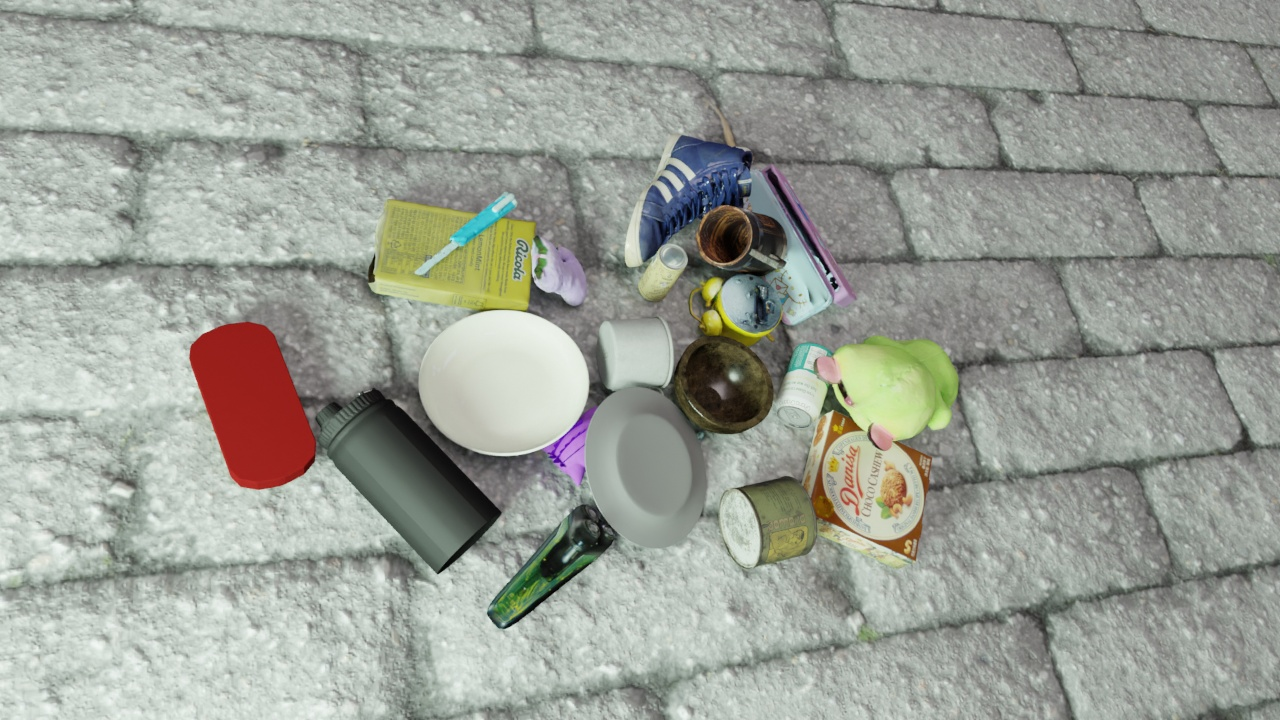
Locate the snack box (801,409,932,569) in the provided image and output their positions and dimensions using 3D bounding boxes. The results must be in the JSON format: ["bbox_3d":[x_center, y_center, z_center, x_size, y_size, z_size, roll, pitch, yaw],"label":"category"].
[{"bbox_3d":[0.268,0.154,1.097,0.147,0.041,0.142,25,59,-7],"label":"snack box"}]

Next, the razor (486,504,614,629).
[{"bbox_3d":[-0.093,0.210,0.929,0.151,0.067,0.054,-40,82,-22],"label":"razor"}]

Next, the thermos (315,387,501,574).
[{"bbox_3d":[-0.238,0.110,0.912,0.198,0.086,0.085,45,59,5],"label":"thermos"}]

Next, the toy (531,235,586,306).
[{"bbox_3d":[-0.098,-0.108,1.077,0.099,0.037,0.080,34,41,-55],"label":"toy"}]

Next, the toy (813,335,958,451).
[{"bbox_3d":[0.315,0.027,1.119,0.196,0.107,0.150,-16,67,-54],"label":"toy"}]

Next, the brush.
[{"bbox_3d":[-0.386,0.047,0.916,0.082,0.042,0.173,-19,73,-26],"label":"brush"}]

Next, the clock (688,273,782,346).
[{"bbox_3d":[0.117,-0.063,1.141,0.118,0.057,0.083,12,62,-14],"label":"clock"}]

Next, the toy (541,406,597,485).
[{"bbox_3d":[-0.060,0.090,1.002,0.088,0.056,0.106,-39,57,-17],"label":"toy"}]

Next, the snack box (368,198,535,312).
[{"bbox_3d":[-0.215,-0.117,1.058,0.180,0.045,0.121,8,60,-14],"label":"snack box"}]

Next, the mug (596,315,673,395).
[{"bbox_3d":[-0.006,0.006,1.057,0.070,0.084,0.113,-3,98,-19],"label":"mug"}]

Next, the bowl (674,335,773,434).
[{"bbox_3d":[0.090,0.037,1.081,0.121,0.056,0.121,11,59,-18],"label":"bowl"}]

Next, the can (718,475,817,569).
[{"bbox_3d":[0.140,0.178,1.011,0.074,0.090,0.089,-8,68,-24],"label":"can"}]

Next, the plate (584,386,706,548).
[{"bbox_3d":[0.012,0.114,1.000,0.178,0.012,0.178,17,63,-39],"label":"plate"}]

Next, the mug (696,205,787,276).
[{"bbox_3d":[0.140,-0.140,1.137,0.116,0.080,0.107,33,16,26],"label":"mug"}]

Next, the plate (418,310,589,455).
[{"bbox_3d":[-0.148,0.028,1.002,0.182,0.034,0.182,4,58,-7],"label":"plate"}]

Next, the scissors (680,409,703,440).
[{"bbox_3d":[0.025,0.115,1.049,0.139,0.013,0.118,-17,71,-28],"label":"scissors"}]

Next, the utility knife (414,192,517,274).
[{"bbox_3d":[-0.198,-0.146,1.039,0.022,0.015,0.166,40,55,7],"label":"utility knife"}]

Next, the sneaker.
[{"bbox_3d":[0.071,-0.194,1.152,0.118,0.092,0.232,11,49,13],"label":"sneaker"}]

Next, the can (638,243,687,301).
[{"bbox_3d":[0.026,-0.105,1.116,0.038,0.080,0.038,8,63,-16],"label":"can"}]

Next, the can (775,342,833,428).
[{"bbox_3d":[0.203,0.030,1.127,0.055,0.055,0.101,28,59,-5],"label":"can"}]

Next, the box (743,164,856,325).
[{"bbox_3d":[0.193,-0.149,1.228,0.214,0.091,0.090,63,20,15],"label":"box"}]
